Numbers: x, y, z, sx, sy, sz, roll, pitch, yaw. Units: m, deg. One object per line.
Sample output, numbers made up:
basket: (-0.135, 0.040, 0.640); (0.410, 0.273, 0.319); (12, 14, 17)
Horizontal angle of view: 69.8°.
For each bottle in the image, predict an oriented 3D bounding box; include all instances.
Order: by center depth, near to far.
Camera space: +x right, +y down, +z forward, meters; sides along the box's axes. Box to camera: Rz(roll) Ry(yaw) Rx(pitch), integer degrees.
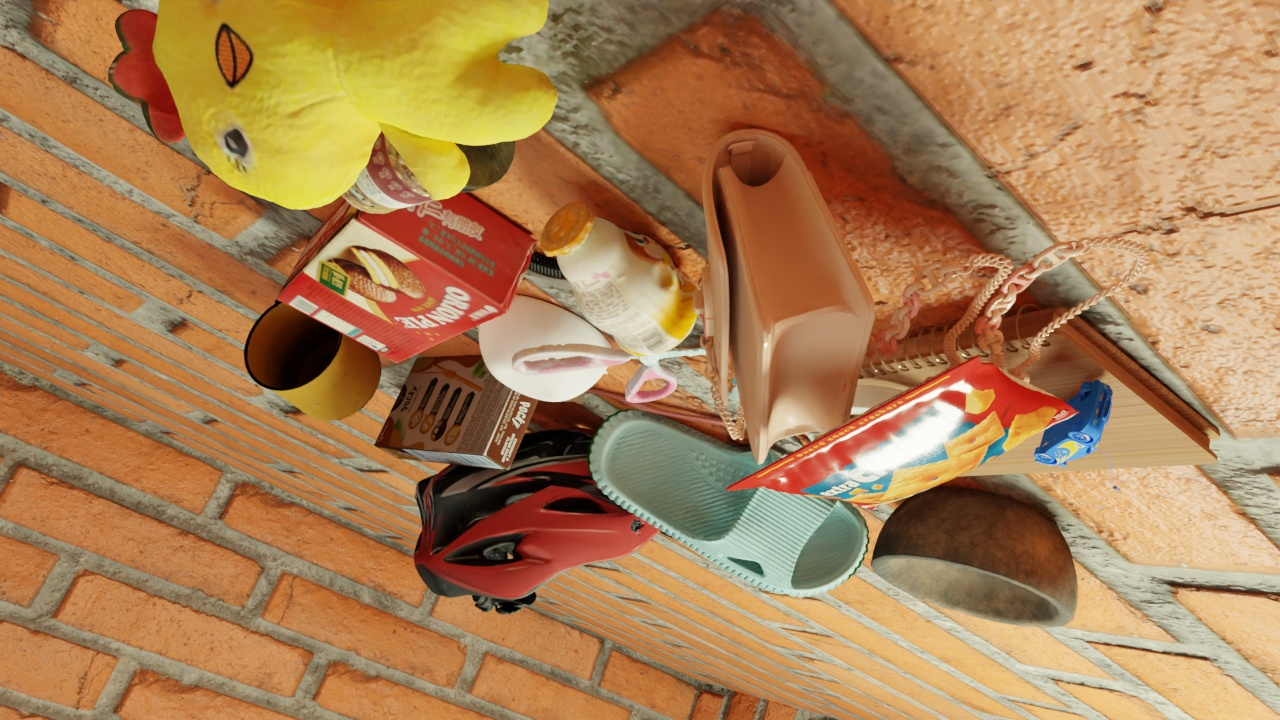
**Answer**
bottle: (-0.123, -0.115, 0.506); (0.105, 0.056, 0.056); (-2, 149, 45)
bottle: (-0.013, -0.050, 0.553); (0.063, 0.063, 0.109); (1, 150, 42)

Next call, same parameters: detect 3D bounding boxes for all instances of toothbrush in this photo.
toothbrush: (-0.002, -0.044, 0.624); (0.167, 0.012, 0.013); (18, 150, 9)
toothbrush: (0.002, 0.043, 0.825); (0.185, 0.015, 0.015); (11, 163, 21)

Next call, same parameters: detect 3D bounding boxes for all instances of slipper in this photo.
slipper: (0.081, 0.129, 0.828); (0.276, 0.116, 0.069); (27, 177, -3)

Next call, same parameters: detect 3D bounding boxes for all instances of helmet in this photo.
helmet: (-0.096, 0.154, 0.929); (0.271, 0.167, 0.218); (-11, 178, -35)

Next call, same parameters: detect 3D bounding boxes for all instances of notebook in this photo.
notebook: (0.214, 0.028, 0.582); (0.169, 0.022, 0.211); (31, 157, -24)

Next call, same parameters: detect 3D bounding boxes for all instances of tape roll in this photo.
tape roll: (0.166, 0.045, 0.609); (0.094, 0.018, 0.094); (17, 159, 7)

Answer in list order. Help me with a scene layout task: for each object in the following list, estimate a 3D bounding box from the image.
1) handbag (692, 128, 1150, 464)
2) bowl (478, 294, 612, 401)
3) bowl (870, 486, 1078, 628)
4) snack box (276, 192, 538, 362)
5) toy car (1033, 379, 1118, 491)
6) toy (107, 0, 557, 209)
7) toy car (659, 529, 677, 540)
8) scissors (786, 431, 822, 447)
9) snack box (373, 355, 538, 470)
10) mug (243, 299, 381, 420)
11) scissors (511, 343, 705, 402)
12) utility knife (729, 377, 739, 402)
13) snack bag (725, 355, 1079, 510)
handbag: (0.122, -0.034, 0.483); (0.187, 0.116, 0.199); (-12, 151, -1)
bowl: (-0.084, -0.002, 0.747); (0.115, 0.050, 0.115); (18, 159, 7)
bowl: (0.282, 0.162, 0.771); (0.162, 0.070, 0.162); (18, 158, 7)
snack box: (-0.180, -0.065, 0.674); (0.113, 0.060, 0.237); (32, 157, -24)
toy car: (0.257, 0.048, 0.508); (0.062, 0.033, 0.092); (23, 160, 7)
toy: (-0.138, -0.138, 0.420); (0.208, 0.092, 0.134); (5, 111, 21)
toy car: (0.049, 0.129, 0.881); (0.040, 0.092, 0.037); (23, 165, -4)
scissors: (0.153, 0.076, 0.763); (0.159, 0.014, 0.121); (32, 157, -19)
snack box: (-0.174, 0.047, 0.879); (0.186, 0.100, 0.031); (-2, 149, 45)
mug: (-0.325, -0.008, 0.913); (0.123, 0.100, 0.094); (53, 175, 27)
scissors: (-0.014, 0.001, 0.671); (0.175, 0.013, 0.171); (3, 161, -11)
utility knife: (0.079, 0.007, 0.671); (0.022, 0.015, 0.149); (46, 162, 7)
snack bag: (0.133, 0.041, 0.454); (0.131, 0.039, 0.144); (-33, 149, 30)
